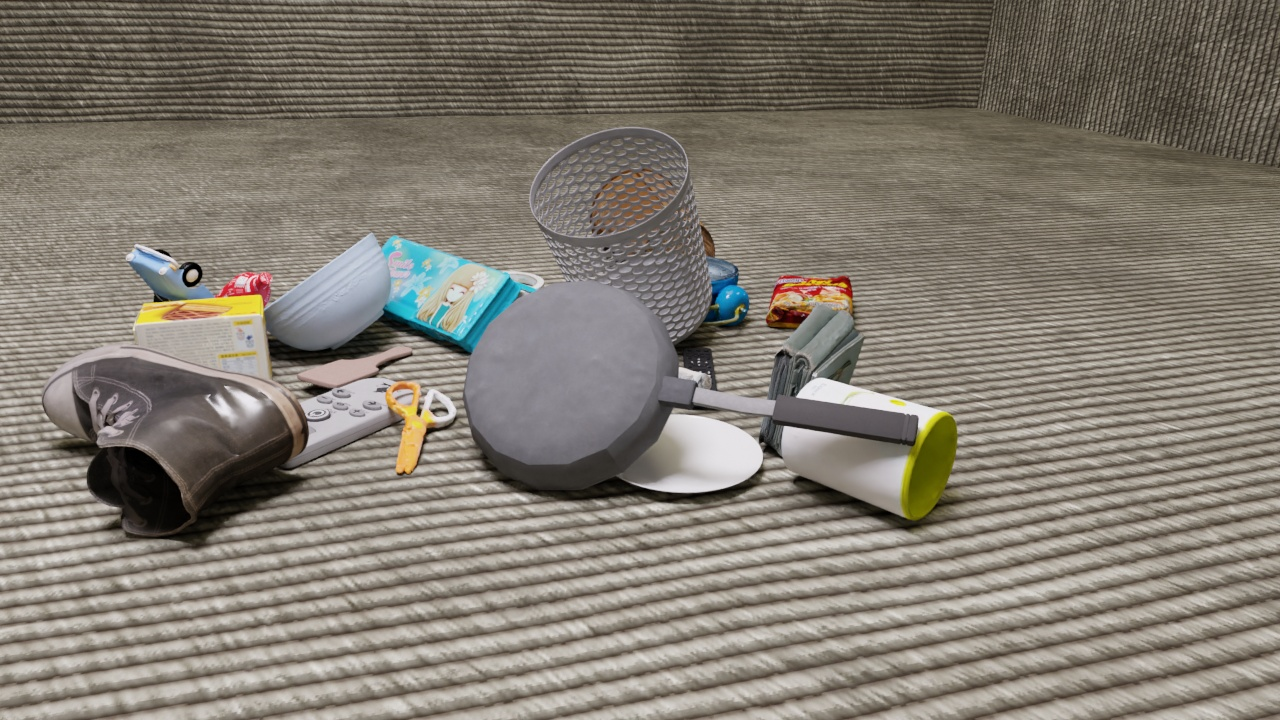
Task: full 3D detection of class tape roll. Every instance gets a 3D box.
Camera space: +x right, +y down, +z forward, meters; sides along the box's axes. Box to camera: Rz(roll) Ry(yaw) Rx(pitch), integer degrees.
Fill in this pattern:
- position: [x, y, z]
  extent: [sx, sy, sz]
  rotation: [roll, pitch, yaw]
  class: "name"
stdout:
- position: [-0.169, -0.094, 1.160]
  extent: [0.093, 0.013, 0.093]
  rotation: [1, 22, -1]
  class: "tape roll"

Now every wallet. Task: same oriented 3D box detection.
- position: [0.146, 0.016, 0.791]
  extent: [0.054, 0.100, 0.131]
  rotation: [17, 28, 26]
  class: "wallet"

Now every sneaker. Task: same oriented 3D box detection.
- position: [-0.381, 0.058, 0.683]
  extent: [0.235, 0.095, 0.119]
  rotation: [13, 28, 17]
  class: "sneaker"

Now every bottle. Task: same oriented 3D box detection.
- position: [-0.421, -0.064, 0.968]
  extent: [0.142, 0.042, 0.041]
  rotation: [-21, 1, 45]
  class: "bottle"

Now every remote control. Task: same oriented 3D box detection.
- position: [0.059, 0.015, 0.908]
  extent: [0.030, 0.009, 0.140]
  rotation: [1, 22, 1]
  class: "remote control"
- position: [-0.265, 0.048, 0.796]
  extent: [0.074, 0.019, 0.150]
  rotation: [16, 26, 32]
  class: "remote control"

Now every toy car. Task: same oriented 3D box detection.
- position: [-0.441, -0.053, 0.897]
  extent: [0.056, 0.153, 0.054]
  rotation: [20, 65, 22]
  class: "toy car"

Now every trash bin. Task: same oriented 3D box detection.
- position: [-0.011, -0.116, 0.943]
  extent: [0.156, 0.183, 0.156]
  rotation: [-9, 50, 10]
  class: "trash bin"

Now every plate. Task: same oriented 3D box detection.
- position: [0.032, 0.078, 0.749]
  extent: [0.134, 0.011, 0.134]
  rotation: [1, 22, -1]
  class: "plate"

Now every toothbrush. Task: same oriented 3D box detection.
- position: [-0.005, 0.005, 0.907]
  extent: [0.024, 0.022, 0.186]
  rotation: [-6, 16, -45]
  class: "toothbrush"

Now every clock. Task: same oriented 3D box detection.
- position: [0.061, -0.078, 1.075]
  extent: [0.116, 0.060, 0.161]
  rotation: [-3, 24, -14]
  class: "clock"

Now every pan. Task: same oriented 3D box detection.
- position: [0.023, 0.023, 0.689]
  extent: [0.358, 0.041, 0.178]
  rotation: [8, 67, 20]
  class: "pan"

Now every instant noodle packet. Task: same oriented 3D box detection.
- position: [0.202, -0.070, 1.090]
  extent: [0.099, 0.040, 0.135]
  rotation: [-1, 22, 13]
  class: "instant noodle packet"

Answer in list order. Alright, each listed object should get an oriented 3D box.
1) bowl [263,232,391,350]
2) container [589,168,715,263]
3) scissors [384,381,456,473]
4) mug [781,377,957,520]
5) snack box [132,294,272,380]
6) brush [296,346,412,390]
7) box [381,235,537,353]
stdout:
- position: [-0.317, -0.060, 0.956]
  extent: [0.151, 0.075, 0.150]
  rotation: [-32, 16, 10]
  class: "bowl"
- position: [0.020, -0.165, 1.209]
  extent: [0.132, 0.132, 0.167]
  rotation: [-6, 29, -18]
  class: "container"
- position: [-0.188, 0.059, 0.776]
  extent: [0.065, 0.013, 0.128]
  rotation: [17, 28, -18]
  class: "scissors"
- position: [0.173, 0.064, 0.697]
  extent: [0.106, 0.083, 0.082]
  rotation: [19, 28, 38]
  class: "mug"
- position: [-0.401, -0.010, 0.848]
  extent: [0.105, 0.084, 0.061]
  rotation: [-6, 25, -20]
  class: "snack box"
- position: [-0.273, 0.008, 0.908]
  extent: [0.050, 0.015, 0.135]
  rotation: [12, 19, 23]
  class: "brush"
- position: [-0.211, -0.092, 1.054]
  extent: [0.227, 0.084, 0.171]
  rotation: [21, 36, 40]
  class: "box"
